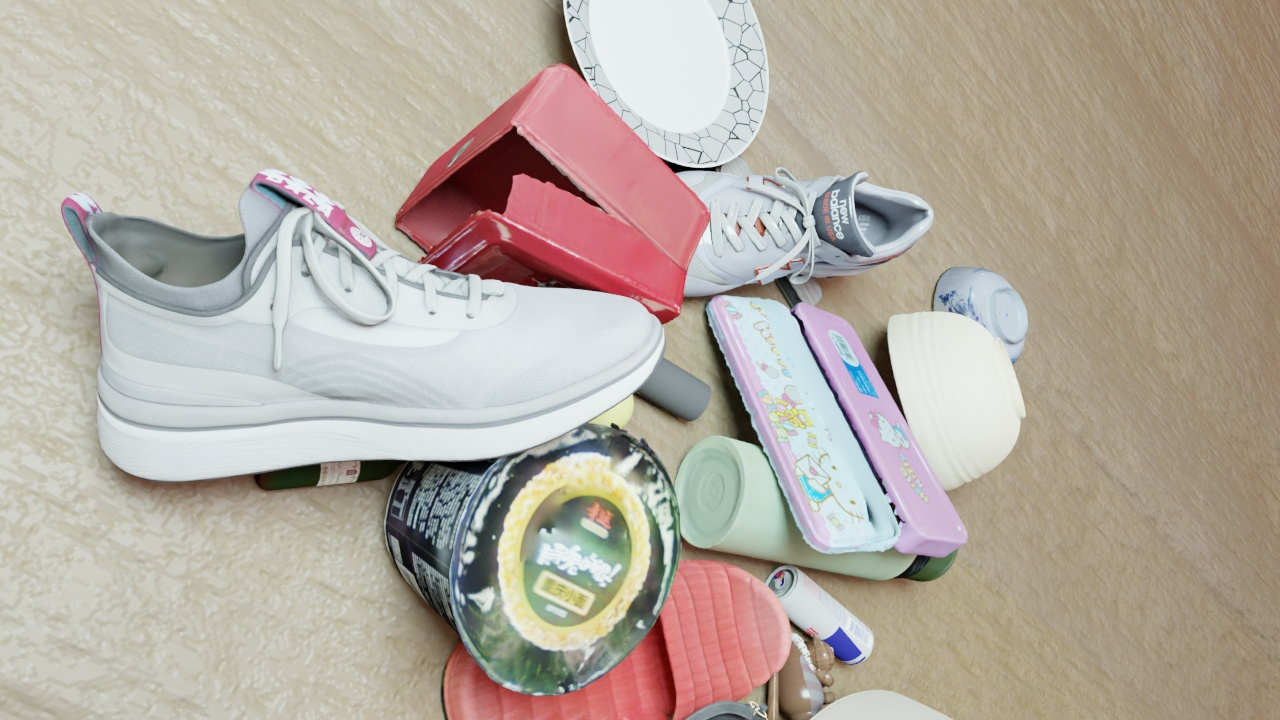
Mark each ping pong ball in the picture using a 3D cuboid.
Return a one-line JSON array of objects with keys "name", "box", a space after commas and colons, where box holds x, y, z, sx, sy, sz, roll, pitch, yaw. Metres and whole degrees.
[{"name": "ping pong ball", "box": [-0.024, 0.028, 0.588, 0.040, 0.040, 0.040, 8, 76, -35]}]

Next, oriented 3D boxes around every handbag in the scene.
[{"name": "handbag", "box": [0.033, 0.252, 0.551, 0.054, 0.129, 0.079, 39, 27, 27]}, {"name": "handbag", "box": [0.159, 0.334, 0.616, 0.210, 0.103, 0.208, 40, 75, -29]}]

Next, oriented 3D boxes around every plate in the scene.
[{"name": "plate", "box": [0.019, -0.227, 0.652, 0.188, 0.016, 0.188, 8, 77, -38]}]

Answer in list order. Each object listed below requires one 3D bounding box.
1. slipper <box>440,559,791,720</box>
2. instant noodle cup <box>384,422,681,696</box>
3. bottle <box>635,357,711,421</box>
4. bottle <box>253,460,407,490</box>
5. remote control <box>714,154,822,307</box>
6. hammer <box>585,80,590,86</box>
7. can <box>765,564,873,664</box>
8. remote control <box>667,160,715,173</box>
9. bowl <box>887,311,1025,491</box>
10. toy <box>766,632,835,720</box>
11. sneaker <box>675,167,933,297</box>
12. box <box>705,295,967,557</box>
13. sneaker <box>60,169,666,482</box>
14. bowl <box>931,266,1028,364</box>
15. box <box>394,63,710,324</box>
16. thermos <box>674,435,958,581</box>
[{"name": "slipper", "box": [0.004, 0.180, 0.564, 0.248, 0.059, 0.103, -2, 78, -34]}, {"name": "instant noodle cup", "box": [-0.066, 0.091, 0.489, 0.137, 0.112, 0.137, -6, 99, -40]}, {"name": "bottle", "box": [-0.004, 0.004, 0.615, 0.113, 0.030, 0.030, 31, 64, -27]}, {"name": "bottle", "box": [-0.153, 0.053, 0.498, 0.105, 0.025, 0.025, -2, 81, -36]}, {"name": "remote control", "box": [0.101, -0.099, 0.724, 0.033, 0.013, 0.136, -42, 104, -34]}, {"name": "hammer", "box": [0.000, -0.294, 0.680, 0.115, 0.033, 0.322, 28, 66, -31]}, {"name": "can", "box": [0.132, 0.188, 0.674, 0.095, 0.032, 0.032, 42, 59, -22]}, {"name": "remote control", "box": [0.053, -0.198, 0.709, 0.034, 0.013, 0.149, 27, 65, -29]}, {"name": "bowl", "box": [0.262, 0.024, 0.741, 0.150, 0.075, 0.150, 42, 38, -46]}, {"name": "toy", "box": [0.110, 0.236, 0.644, 0.054, 0.042, 0.101, 11, 64, -11]}, {"name": "sneaker", "box": [0.103, -0.097, 0.639, 0.239, 0.124, 0.089, -6, 90, -30]}, {"name": "box", "box": [0.136, 0.042, 0.650, 0.150, 0.035, 0.214, 7, 46, -34]}, {"name": "sneaker", "box": [-0.120, -0.025, 0.416, 0.263, 0.096, 0.129, -4, 122, -4]}, {"name": "bowl", "box": [0.326, -0.038, 0.855, 0.114, 0.045, 0.114, 8, 76, -35]}, {"name": "box", "box": [-0.057, -0.069, 0.515, 0.134, 0.158, 0.110, 31, 59, -29]}, {"name": "thermos", "box": [0.138, 0.111, 0.665, 0.231, 0.083, 0.082, 17, 71, -32]}]
